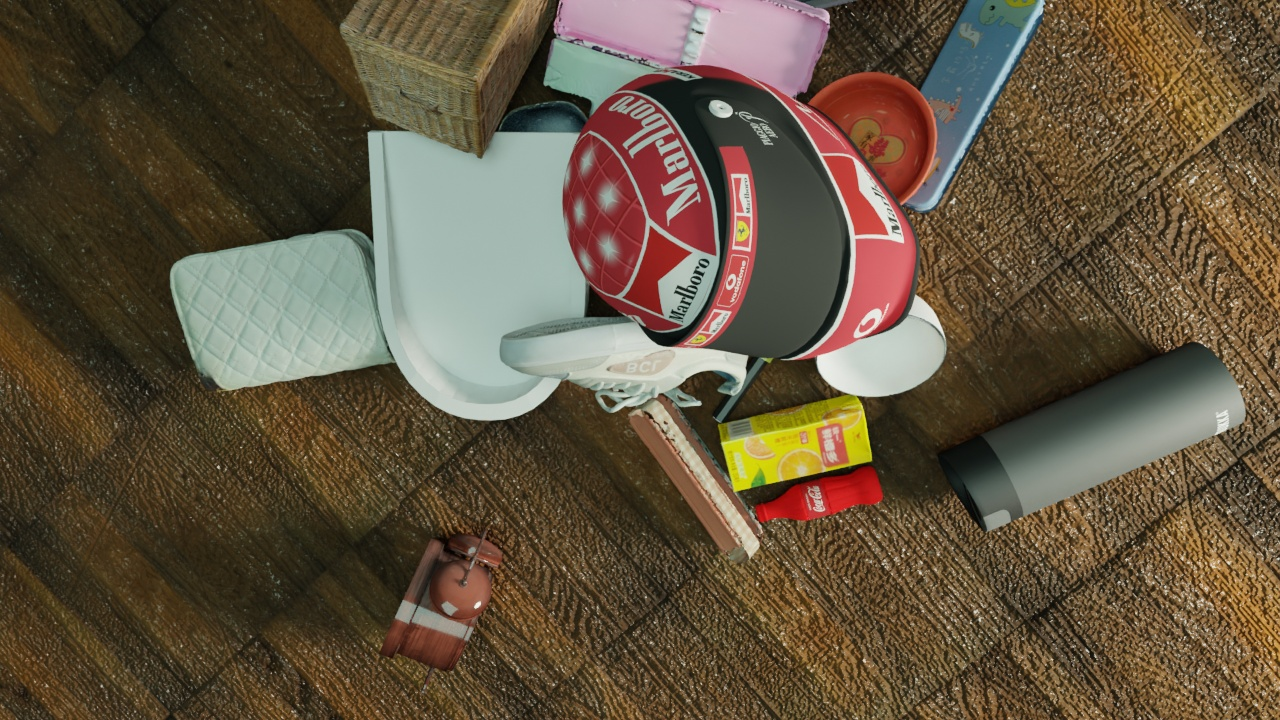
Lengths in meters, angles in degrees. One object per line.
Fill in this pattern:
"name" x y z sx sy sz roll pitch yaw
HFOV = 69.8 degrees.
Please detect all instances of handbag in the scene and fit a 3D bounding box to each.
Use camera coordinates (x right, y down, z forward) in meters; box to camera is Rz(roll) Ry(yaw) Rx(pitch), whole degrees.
"handbag" -0.336 -0.049 0.880 0.195 0.072 0.139 -8 106 5

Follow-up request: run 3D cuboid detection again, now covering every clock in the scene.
"clock" -0.188 0.228 0.885 0.072 0.120 0.158 25 108 -7

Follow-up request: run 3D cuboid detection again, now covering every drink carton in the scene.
"drink carton" 0.146 0.077 0.868 0.135 0.042 0.058 -14 113 6

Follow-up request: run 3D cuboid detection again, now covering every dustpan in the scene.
"dustpan" -0.145 -0.073 0.834 0.191 0.053 0.258 1 114 3

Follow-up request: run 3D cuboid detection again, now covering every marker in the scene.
"marker" 0.111 0.008 0.877 0.021 0.017 0.124 34 101 0

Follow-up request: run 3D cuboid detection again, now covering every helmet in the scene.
"helmet" 0.056 -0.115 0.730 0.224 0.270 0.198 -9 142 -31

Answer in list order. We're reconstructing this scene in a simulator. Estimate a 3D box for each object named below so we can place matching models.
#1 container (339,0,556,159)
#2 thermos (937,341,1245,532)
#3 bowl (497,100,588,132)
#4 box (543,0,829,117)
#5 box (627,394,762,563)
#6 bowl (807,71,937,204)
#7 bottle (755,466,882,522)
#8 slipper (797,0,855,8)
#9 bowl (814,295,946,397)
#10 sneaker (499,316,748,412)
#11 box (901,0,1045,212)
"container" -0.149 -0.285 0.769 0.114 0.113 0.198 21 66 2
"thermos" 0.401 0.071 0.829 0.240 0.082 0.082 -26 95 8
"bowl" -0.080 -0.185 0.840 0.110 0.055 0.110 1 114 3
"box" 0.034 -0.262 0.817 0.230 0.035 0.160 16 126 -2
"box" 0.056 0.112 0.893 0.056 0.063 0.188 -27 100 44
"bowl" 0.200 -0.184 0.814 0.131 0.045 0.130 -1 87 29
"bottle" 0.170 0.133 0.881 0.119 0.036 0.036 -16 97 7
"slipper" 0.175 -0.363 0.794 0.269 0.083 0.111 -15 108 24
"bowl" 0.213 -0.025 0.829 0.113 0.063 0.114 2 139 2
"sneaker" -0.005 0.005 0.812 0.241 0.090 0.091 -7 100 -27
"box" 0.280 -0.234 0.808 0.068 0.059 0.210 28 99 3
